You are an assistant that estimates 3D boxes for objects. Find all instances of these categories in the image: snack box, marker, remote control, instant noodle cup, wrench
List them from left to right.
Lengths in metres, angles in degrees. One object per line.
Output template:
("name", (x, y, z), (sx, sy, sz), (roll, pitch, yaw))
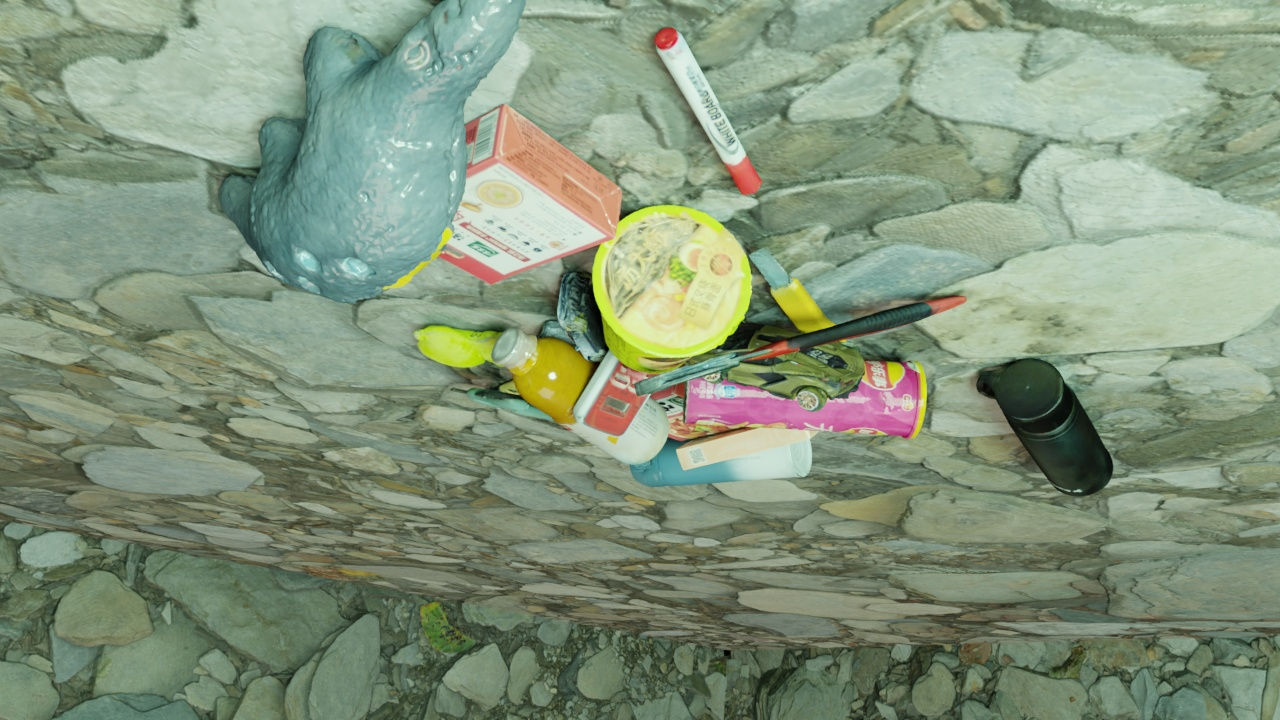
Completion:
("snack box", (-0.097, -0.108, 0.628), (0.127, 0.044, 0.113), (-14, 151, 37))
("remote control", (-0.005, 0.005, 0.793), (0.056, 0.136, 0.020), (24, -164, -32))
("instant noodle cup", (0.016, -0.042, 0.694), (0.111, 0.111, 0.123), (7, 166, -4))
("snack box", (0.047, 0.039, 0.945), (0.113, 0.044, 0.127), (23, 152, -36))
("marker", (0.043, -0.144, 0.545), (0.017, 0.017, 0.145), (-5, 155, 24))
("snack box", (0.123, 0.077, 0.972), (0.158, 0.026, 0.084), (-19, -178, 35))
("wrench", (0.127, -0.014, 0.712), (0.273, 0.016, 0.056), (-15, 177, -7))

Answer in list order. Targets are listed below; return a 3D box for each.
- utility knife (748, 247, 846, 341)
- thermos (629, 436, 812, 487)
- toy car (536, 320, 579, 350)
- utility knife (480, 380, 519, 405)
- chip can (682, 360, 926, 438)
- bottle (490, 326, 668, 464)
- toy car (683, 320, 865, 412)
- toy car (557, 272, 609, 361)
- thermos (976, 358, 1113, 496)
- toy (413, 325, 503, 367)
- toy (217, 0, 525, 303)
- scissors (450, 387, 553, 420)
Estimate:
("utility knife", (0.133, -0.047, 0.755), (0.033, 0.015, 0.216), (-5, 158, 26))
("thermos", (0.090, 0.115, 1.089), (0.221, 0.070, 0.070), (-9, 153, 31))
("toy car", (-0.082, 0.002, 0.888), (0.054, 0.036, 0.121), (18, 147, -12))
("utility knife", (-0.117, 0.024, 0.992), (0.031, 0.021, 0.205), (31, 151, -35))
("chip can", (0.145, 0.030, 0.834), (0.210, 0.071, 0.071), (3, 157, 0))
("bottle", (-0.054, 0.031, 0.841), (0.068, 0.067, 0.189), (-16, 139, 42))
("toy car", (0.110, -0.002, 0.779), (0.158, 0.070, 0.042), (12, 128, 20))
("toy car", (-0.048, -0.035, 0.784), (0.031, 0.048, 0.105), (2, 157, 16))
("thermos", (0.405, 0.065, 0.917), (0.090, 0.068, 0.242), (29, 176, 42))
("toy", (-0.167, -0.012, 0.889), (0.100, 0.031, 0.096), (-4, 157, 21))
("toy", (-0.172, -0.109, 0.548), (0.091, 0.138, 0.357), (-8, 171, -45))
("scissors", (-0.116, 0.049, 0.960), (0.171, 0.019, 0.170), (15, 175, -8))
